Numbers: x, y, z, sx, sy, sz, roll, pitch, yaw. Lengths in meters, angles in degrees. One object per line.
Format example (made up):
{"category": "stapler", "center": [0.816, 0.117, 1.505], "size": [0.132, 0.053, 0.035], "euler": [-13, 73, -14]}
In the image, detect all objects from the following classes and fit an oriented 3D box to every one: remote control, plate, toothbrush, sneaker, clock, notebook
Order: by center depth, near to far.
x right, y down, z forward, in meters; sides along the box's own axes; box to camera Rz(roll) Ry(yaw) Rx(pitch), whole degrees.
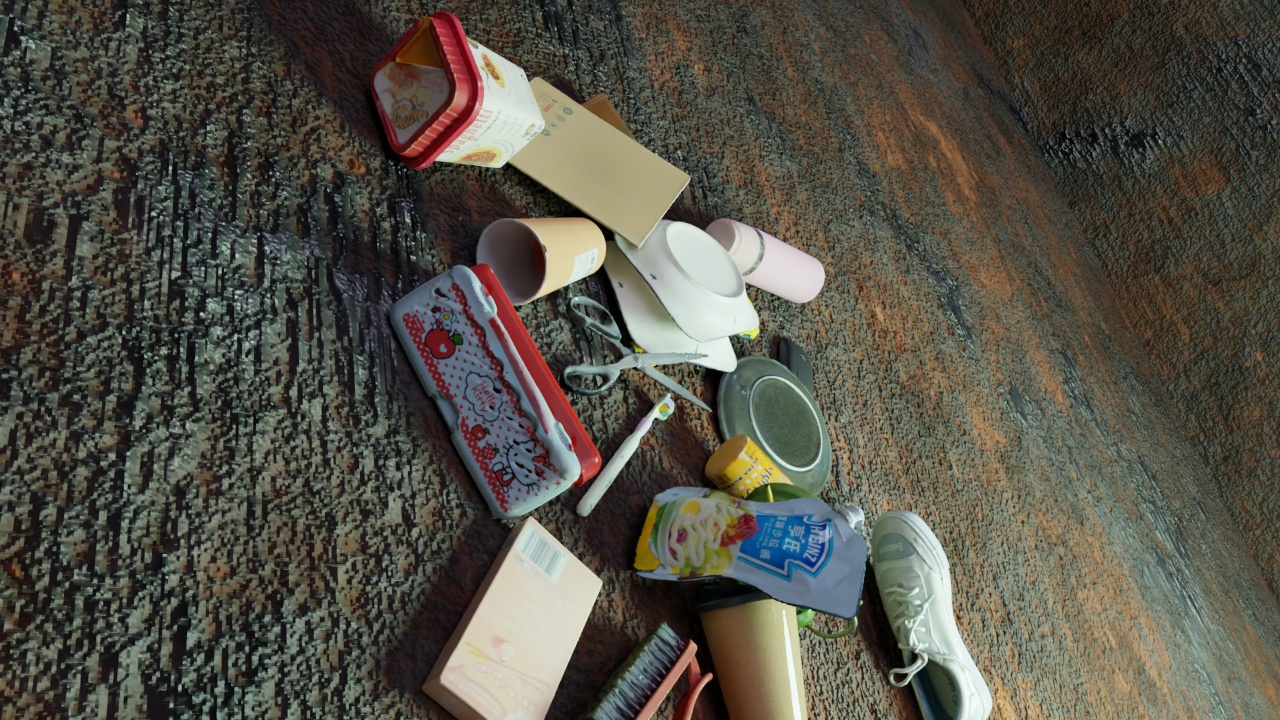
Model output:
{"category": "toothbrush", "center": [-0.012, 0.086, 0.849], "size": [0.020, 0.029, 0.189], "euler": [16, 33, 19]}
{"category": "clock", "center": [0.143, 0.191, 0.861], "size": [0.161, 0.116, 0.056], "euler": [53, 47, 3]}
{"category": "notebook", "center": [-0.059, -0.215, 0.978], "size": [0.207, 0.008, 0.147], "euler": [33, 47, -1]}
{"category": "sneaker", "center": [0.295, 0.284, 0.988], "size": [0.090, 0.090, 0.242], "euler": [-5, 72, -45]}
{"category": "plate", "center": [0.061, -0.097, 0.989], "size": [0.163, 0.034, 0.163], "euler": [54, 33, 14]}
{"category": "plate", "center": [0.040, -0.067, 0.996], "size": [0.164, 0.034, 0.163], "euler": [12, 45, -41]}
{"category": "plate", "center": [0.158, 0.072, 1.026], "size": [0.179, 0.024, 0.179], "euler": [20, 56, -32]}
{"category": "remote control", "center": [0.192, 0.022, 1.124], "size": [0.053, 0.024, 0.136], "euler": [35, 41, -24]}

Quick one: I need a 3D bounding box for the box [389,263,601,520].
{"category": "box", "center": [-0.122, 0.026, 0.745], "size": [0.100, 0.095, 0.201], "euler": [-28, 82, -15]}

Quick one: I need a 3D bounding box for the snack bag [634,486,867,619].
{"category": "snack bag", "center": [0.096, 0.156, 0.781], "size": [0.110, 0.191, 0.039], "euler": [-59, 146, -50]}

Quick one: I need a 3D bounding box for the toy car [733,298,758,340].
{"category": "toy car", "center": [0.107, -0.070, 1.088], "size": [0.048, 0.032, 0.105], "euler": [9, 45, -45]}

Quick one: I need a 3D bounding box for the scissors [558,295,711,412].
{"category": "scissors", "center": [-0.007, 0.001, 0.889], "size": [0.181, 0.014, 0.159], "euler": [43, 49, 5]}

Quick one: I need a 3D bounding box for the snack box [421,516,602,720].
{"category": "snack box", "center": [-0.087, 0.197, 0.669], "size": [0.084, 0.026, 0.156], "euler": [45, 37, -13]}

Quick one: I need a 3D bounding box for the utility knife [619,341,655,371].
{"category": "utility knife", "center": [0.046, -0.025, 1.004], "size": [0.222, 0.015, 0.033], "euler": [-21, 81, -54]}

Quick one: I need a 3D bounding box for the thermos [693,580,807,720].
{"category": "thermos", "center": [0.100, 0.257, 0.788], "size": [0.093, 0.093, 0.143], "euler": [9, 64, -44]}

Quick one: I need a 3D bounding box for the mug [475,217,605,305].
{"category": "mug", "center": [-0.087, -0.101, 0.869], "size": [0.078, 0.078, 0.122], "euler": [58, 32, 4]}

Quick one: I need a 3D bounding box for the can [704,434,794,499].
{"category": "can", "center": [0.133, 0.143, 0.932], "size": [0.146, 0.058, 0.058], "euler": [46, 37, -12]}

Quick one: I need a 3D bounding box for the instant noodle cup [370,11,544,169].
{"category": "instant noodle cup", "center": [-0.166, -0.241, 0.858], "size": [0.124, 0.117, 0.116], "euler": [2, 60, -54]}

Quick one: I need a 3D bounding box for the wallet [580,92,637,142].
{"category": "wallet", "center": [-0.048, -0.251, 1.066], "size": [0.101, 0.032, 0.124], "euler": [52, 37, -8]}

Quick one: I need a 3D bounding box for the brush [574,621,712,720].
{"category": "brush", "center": [0.006, 0.261, 0.694], "size": [0.069, 0.063, 0.145], "euler": [45, 34, 7]}

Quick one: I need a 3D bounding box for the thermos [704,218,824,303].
{"category": "thermos", "center": [0.146, -0.124, 1.152], "size": [0.198, 0.087, 0.067], "euler": [13, 86, -47]}
